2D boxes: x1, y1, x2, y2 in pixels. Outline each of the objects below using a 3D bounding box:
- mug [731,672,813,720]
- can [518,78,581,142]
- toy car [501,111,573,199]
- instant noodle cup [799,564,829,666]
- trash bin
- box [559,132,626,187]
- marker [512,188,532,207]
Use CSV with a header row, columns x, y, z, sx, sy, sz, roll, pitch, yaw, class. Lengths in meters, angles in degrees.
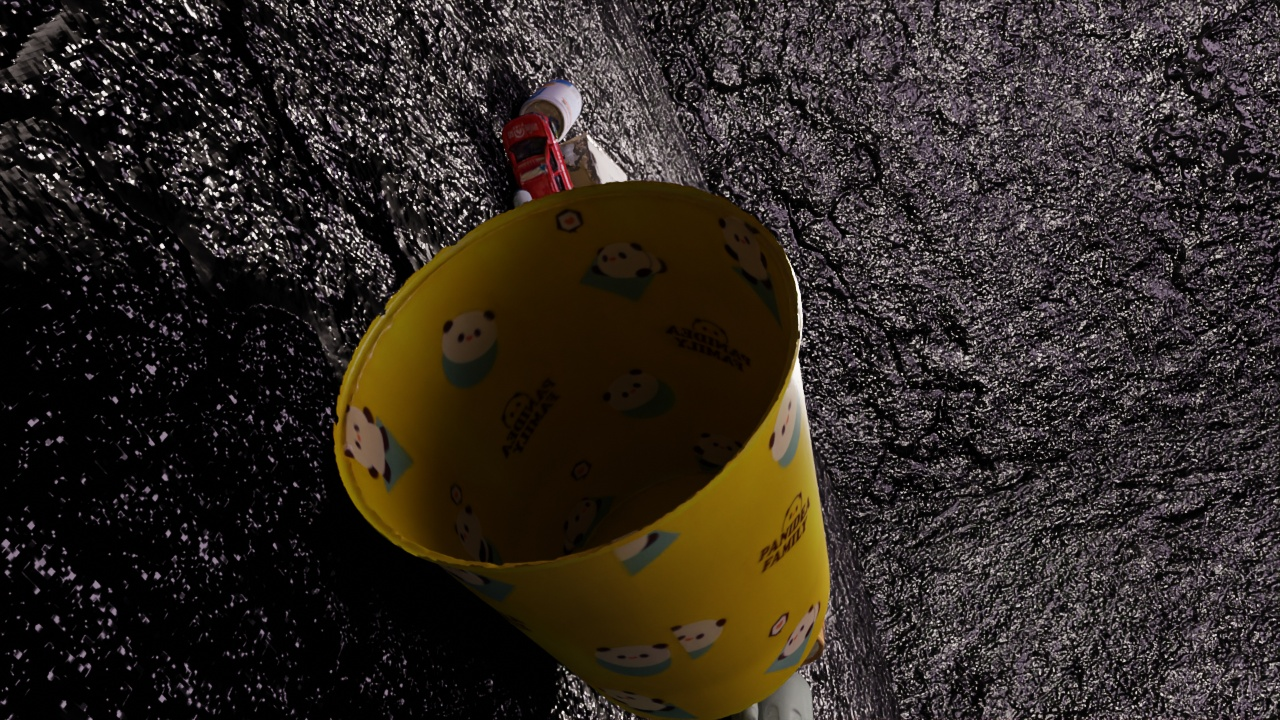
x,y,z,sx,sy,sz,roll,pitch,yaw,class
0.122,0.351,0.895,0.103,0.084,0.124,-80,146,-62,mug
-0.098,-0.273,1.007,0.134,0.053,0.053,-82,149,-65,can
-0.095,-0.176,0.871,0.045,0.053,0.120,-23,94,-75,toy car
0.143,0.273,1.020,0.138,0.138,0.108,57,27,-43,instant noodle cup
-0.004,0.071,0.518,0.255,0.230,0.229,65,12,-46,trash bin
-0.052,-0.198,1.085,0.184,0.059,0.089,29,43,-74,box
-0.087,-0.108,0.811,0.130,0.022,0.018,64,4,36,marker
